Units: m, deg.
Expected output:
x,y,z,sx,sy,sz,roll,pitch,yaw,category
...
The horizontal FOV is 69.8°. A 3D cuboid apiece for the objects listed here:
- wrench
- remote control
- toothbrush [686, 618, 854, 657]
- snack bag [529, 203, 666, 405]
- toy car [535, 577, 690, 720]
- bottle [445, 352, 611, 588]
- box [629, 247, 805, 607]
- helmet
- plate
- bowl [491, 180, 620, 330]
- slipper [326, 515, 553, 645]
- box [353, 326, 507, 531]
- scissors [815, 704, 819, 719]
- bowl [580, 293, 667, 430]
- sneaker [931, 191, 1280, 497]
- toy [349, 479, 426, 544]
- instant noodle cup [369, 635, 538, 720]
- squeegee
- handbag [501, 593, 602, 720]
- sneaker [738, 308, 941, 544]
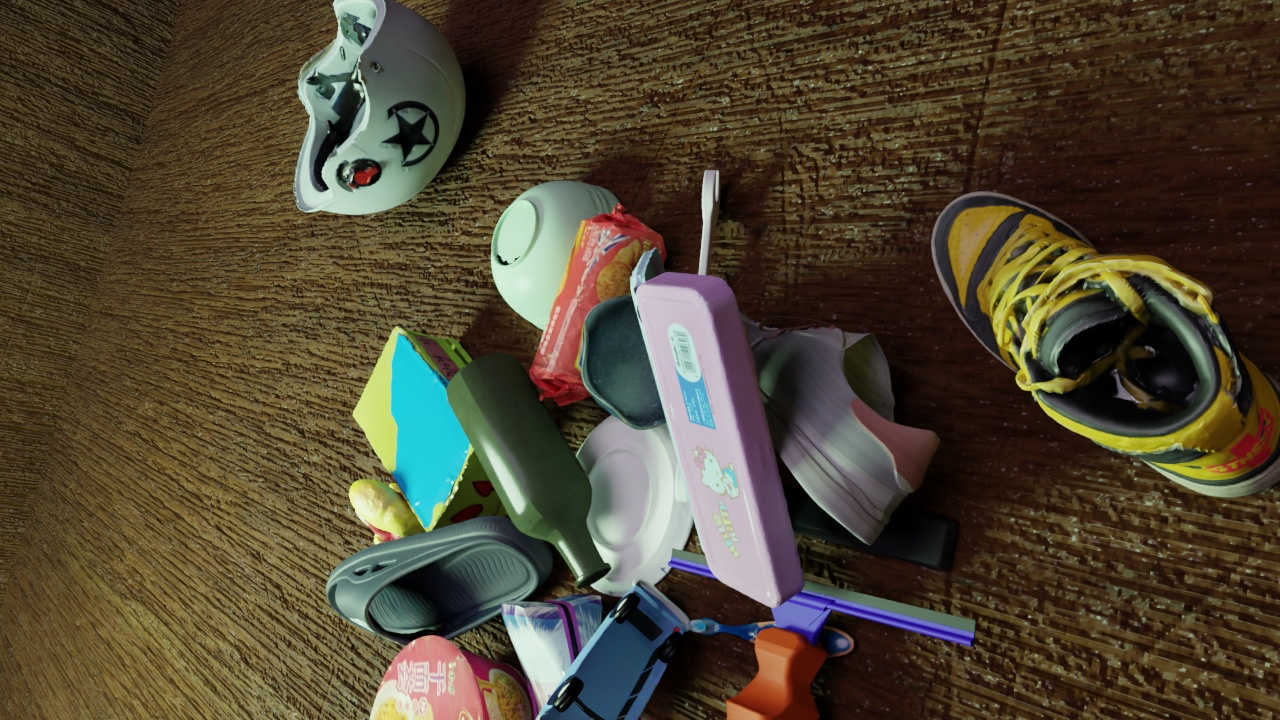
x,y,z,sx,sy,sz,roll,pitch,yaw,category
0.045,-0.027,0.709,0.009,0.047,0.273,3,72,11,wrench
0.138,0.106,0.596,0.137,0.015,0.032,6,81,47,remote control
0.085,0.186,0.624,0.135,0.017,0.021,-9,75,45,toothbrush
-0.035,-0.044,0.788,0.082,0.082,0.176,22,94,48,snack bag
-0.019,0.219,0.634,0.056,0.153,0.055,41,129,2,toy car
-0.088,0.092,0.763,0.072,0.071,0.206,-45,65,27,bottle
0.040,0.041,0.586,0.149,0.051,0.214,-130,23,-70,box
-0.305,-0.285,1.092,0.264,0.163,0.236,-59,39,23,helmet
-0.016,0.114,0.757,0.157,0.014,0.156,-18,64,42,plate
-0.090,-0.107,0.867,0.151,0.077,0.150,-20,62,42,bowl
-0.193,0.219,0.828,0.269,0.110,0.083,-24,27,33,slipper
-0.197,0.071,0.919,0.221,0.082,0.124,39,106,43,box
0.099,0.280,0.573,0.131,0.014,0.125,8,75,45,scissors
-0.004,0.004,0.731,0.055,0.110,0.110,145,130,-62,bowl
0.218,-0.029,0.481,0.086,0.122,0.238,-54,46,17,sneaker
-0.246,0.158,0.930,0.067,0.105,0.138,-55,5,-20,toy
-0.155,0.328,0.783,0.179,0.077,0.178,-18,65,43,instant noodle cup
0.079,0.228,0.567,0.250,0.055,0.184,-1,63,52,squeegee
-0.064,0.272,0.715,0.145,0.068,0.169,148,119,-66,handbag
0.114,0.012,0.597,0.089,0.099,0.236,-42,38,8,sneaker
